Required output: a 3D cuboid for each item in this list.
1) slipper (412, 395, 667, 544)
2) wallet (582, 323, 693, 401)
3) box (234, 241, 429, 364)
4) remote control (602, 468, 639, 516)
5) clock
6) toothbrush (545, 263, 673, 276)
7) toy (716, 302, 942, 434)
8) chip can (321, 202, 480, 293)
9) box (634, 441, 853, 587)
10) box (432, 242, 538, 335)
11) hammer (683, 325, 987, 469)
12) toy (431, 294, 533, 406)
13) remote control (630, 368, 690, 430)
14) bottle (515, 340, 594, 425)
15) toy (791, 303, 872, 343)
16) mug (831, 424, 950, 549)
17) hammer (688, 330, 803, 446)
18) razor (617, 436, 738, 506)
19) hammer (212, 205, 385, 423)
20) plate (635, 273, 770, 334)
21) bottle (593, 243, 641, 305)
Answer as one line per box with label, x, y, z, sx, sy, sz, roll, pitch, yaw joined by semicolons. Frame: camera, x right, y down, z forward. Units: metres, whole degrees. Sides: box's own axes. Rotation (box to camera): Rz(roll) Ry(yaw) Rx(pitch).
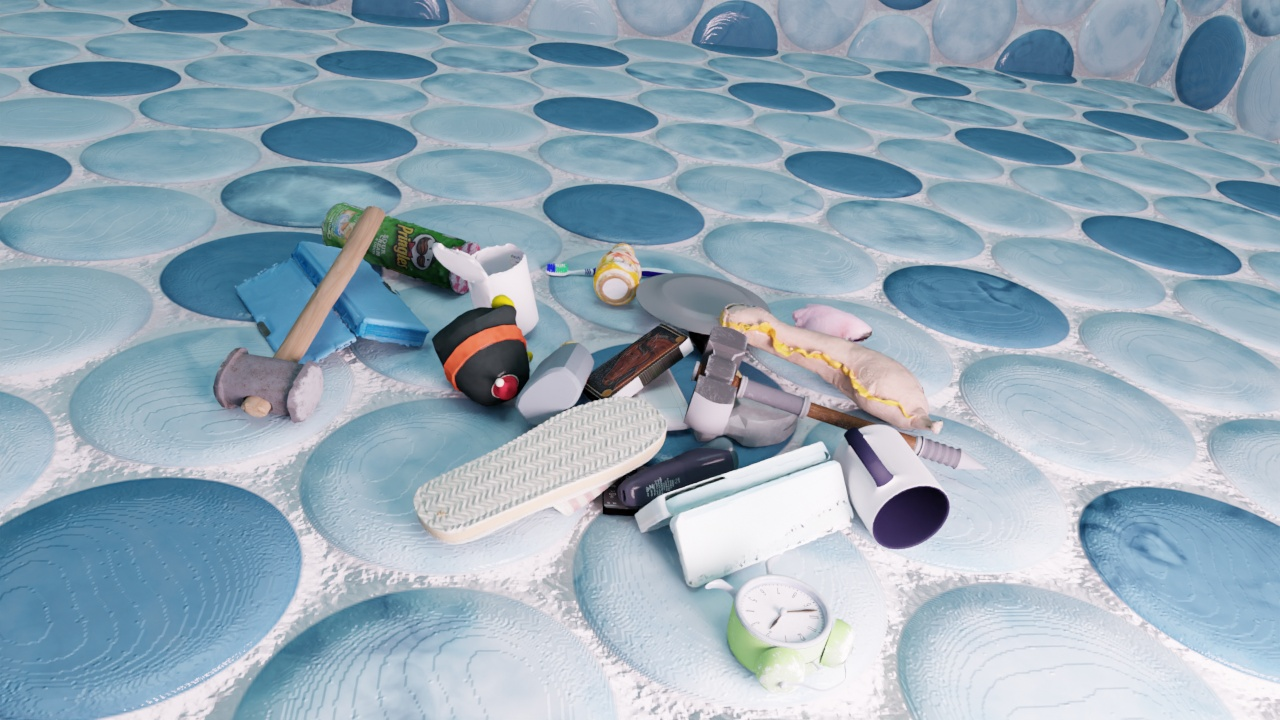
slipper;-0.090;0.107;0.875;0.262;0.052;0.115;-23;38;-31
wallet;-0.006;0.006;1.033;0.123;0.019;0.072;-36;33;-15
box;-0.378;-0.075;1.112;0.172;0.066;0.232;-17;39;-33
remote control;-0.022;0.104;0.929;0.034;0.013;0.149;4;31;-5
clock;0.117;0.218;0.737;0.094;0.043;0.119;-13;36;-29
toothbrush;-0.043;-0.128;1.315;0.186;0.016;0.015;0;31;-11
toy;0.215;0.001;1.061;0.264;0.065;0.196;24;13;-2
chip can;-0.327;-0.155;1.244;0.223;0.076;0.075;18;32;19
box;0.107;0.146;0.855;0.198;0.086;0.096;-16;70;-29
box;-0.181;-0.093;1.094;0.085;0.160;0.118;22;44;33
hammer;0.209;0.062;0.969;0.322;0.043;0.155;18;37;2
toy;-0.165;0.002;1.002;0.099;0.098;0.119;-18;61;-36
remote control;0.014;0.036;1.040;0.060;0.025;0.138;-1;29;-14
bottle;-0.086;0.015;0.998;0.046;0.072;0.161;50;14;-9
toy;0.240;-0.042;1.196;0.102;0.050;0.093;-23;45;-35
mug;0.231;0.111;0.882;0.079;0.112;0.096;-35;33;8
hammer;0.096;-0.004;1.116;0.131;0.039;0.327;0;31;-14
razor;0.037;0.111;0.889;0.142;0.047;0.052;-14;10;-41
hammer;-0.355;-0.066;1.025;0.098;0.052;0.327;11;48;6
plate;0.083;-0.080;1.196;0.178;0.012;0.178;7;29;-4
bottle;-0.030;-0.123;1.259;0.063;0.063;0.108;7;33;0
